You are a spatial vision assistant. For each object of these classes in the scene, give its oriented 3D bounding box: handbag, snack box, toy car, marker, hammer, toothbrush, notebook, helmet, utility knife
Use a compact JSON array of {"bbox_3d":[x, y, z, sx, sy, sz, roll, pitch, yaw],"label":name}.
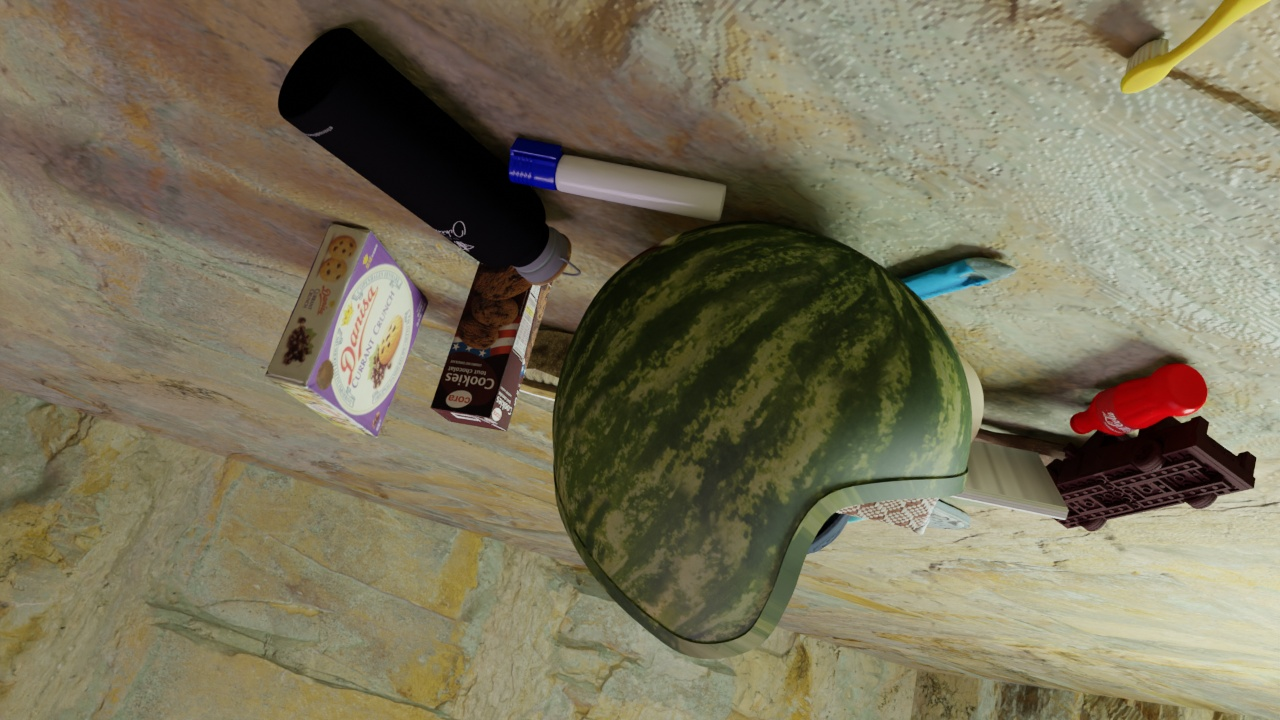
[{"bbox_3d":[0.182,0.103,0.846,0.186,0.046,0.124,10,150,9],"label":"handbag"},{"bbox_3d":[-0.252,-0.022,0.808,0.040,0.143,0.148,12,161,12],"label":"snack box"},{"bbox_3d":[0.386,0.083,0.722,0.070,0.061,0.170,35,152,-7],"label":"toy car"},{"bbox_3d":[-0.112,-0.020,0.713,0.051,0.140,0.032,8,160,20],"label":"snack box"},{"bbox_3d":[-0.014,-0.111,0.566,0.133,0.023,0.027,12,140,8],"label":"marker"},{"bbox_3d":[0.285,0.066,0.828,0.323,0.033,0.115,15,157,3],"label":"hammer"},{"bbox_3d":[0.228,-0.137,0.328,0.021,0.016,0.136,22,158,-14],"label":"toothbrush"},{"bbox_3d":[0.221,0.077,0.740,0.210,0.009,0.142,11,-166,13],"label":"notebook"},{"bbox_3d":[0.068,0.031,0.585,0.243,0.248,0.212,47,-162,8],"label":"helmet"},{"bbox_3d":[0.169,-0.041,0.642,0.031,0.015,0.206,28,159,-22],"label":"utility knife"}]

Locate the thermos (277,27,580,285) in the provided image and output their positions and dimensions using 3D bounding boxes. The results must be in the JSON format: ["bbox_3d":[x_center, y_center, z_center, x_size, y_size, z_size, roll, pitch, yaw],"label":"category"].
[{"bbox_3d":[-0.116,-0.110,0.585,0.061,0.061,0.231,1,156,36],"label":"thermos"}]

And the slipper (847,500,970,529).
[{"bbox_3d":[0.289,0.173,1.096,0.268,0.054,0.098,21,158,-22],"label":"slipper"}]

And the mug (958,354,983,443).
[{"bbox_3d":[0.195,0.032,0.699,0.099,0.096,0.120,13,164,-32],"label":"mug"}]

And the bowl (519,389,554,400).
[{"bbox_3d":[-0.075,0.021,0.945,0.110,0.040,0.110,14,173,1],"label":"bowl"}]

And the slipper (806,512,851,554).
[{"bbox_3d":[0.179,0.174,1.038,0.111,0.083,0.269,35,149,9],"label":"slipper"}]

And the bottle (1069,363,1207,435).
[{"bbox_3d":[0.359,0.034,0.674,0.036,0.036,0.119,17,161,-5],"label":"bottle"}]

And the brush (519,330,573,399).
[{"bbox_3d":[-0.071,0.005,0.878,0.195,0.059,0.043,12,152,1],"label":"brush"}]
